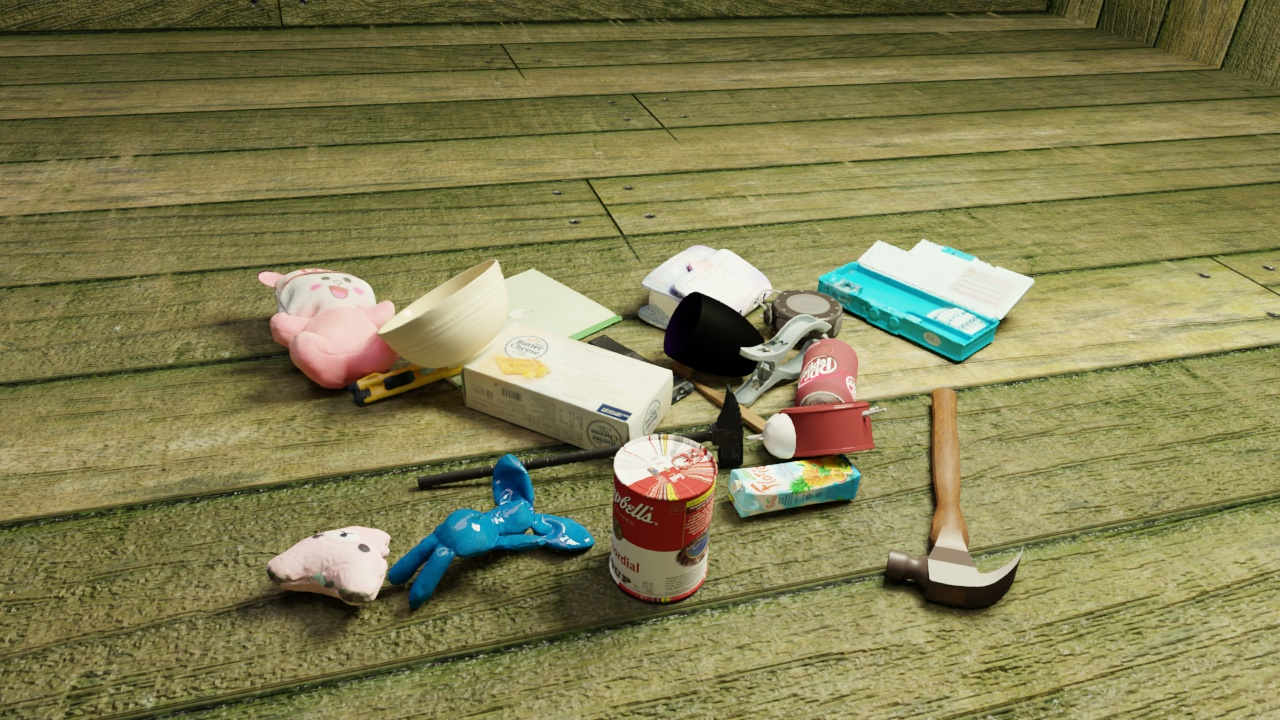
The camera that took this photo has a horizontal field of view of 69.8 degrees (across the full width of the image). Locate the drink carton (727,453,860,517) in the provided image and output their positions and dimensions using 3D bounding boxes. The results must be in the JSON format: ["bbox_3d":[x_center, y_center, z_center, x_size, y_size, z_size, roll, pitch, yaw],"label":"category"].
[{"bbox_3d":[0.148,0.122,0.892,0.128,0.039,0.044,-6,33,-16],"label":"drink carton"}]

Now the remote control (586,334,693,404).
[{"bbox_3d":[-0.006,0.006,1.081,0.150,0.022,0.047,28,40,34],"label":"remote control"}]

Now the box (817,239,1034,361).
[{"bbox_3d":[0.380,-0.092,1.237,0.184,0.056,0.227,-33,46,-29],"label":"box"}]

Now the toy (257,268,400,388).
[{"bbox_3d":[-0.366,-0.047,1.080,0.141,0.084,0.213,-4,34,-32],"label":"toy"}]

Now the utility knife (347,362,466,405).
[{"bbox_3d":[-0.248,0.013,1.039,0.162,0.030,0.017,-20,4,-27],"label":"utility knife"}]

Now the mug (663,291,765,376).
[{"bbox_3d":[0.083,-0.022,1.085,0.100,0.084,0.119,23,-16,-21],"label":"mug"}]

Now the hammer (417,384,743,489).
[{"bbox_3d":[-0.057,0.089,0.905,0.325,0.095,0.015,-9,34,-6],"label":"hammer"}]

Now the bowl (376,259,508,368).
[{"bbox_3d":[-0.202,-0.040,1.001,0.151,0.075,0.150,-29,17,10],"label":"bowl"}]

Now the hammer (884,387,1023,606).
[{"bbox_3d":[0.308,0.121,0.915,0.115,0.033,0.322,8,32,12],"label":"hammer"}]

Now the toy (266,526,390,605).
[{"bbox_3d":[-0.251,0.168,0.777,0.099,0.053,0.095,10,22,13],"label":"toy"}]

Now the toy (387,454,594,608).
[{"bbox_3d":[-0.137,0.148,0.806,0.176,0.071,0.113,-21,50,-33],"label":"toy"}]

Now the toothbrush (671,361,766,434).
[{"bbox_3d":[0.091,0.043,1.036,0.016,0.016,0.167,-23,41,-33],"label":"toothbrush"}]

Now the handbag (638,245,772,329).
[{"bbox_3d":[0.087,-0.092,1.207,0.126,0.069,0.158,22,34,25],"label":"handbag"}]

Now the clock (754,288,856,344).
[{"bbox_3d":[0.206,-0.054,1.174,0.123,0.044,0.091,18,34,24],"label":"clock"}]

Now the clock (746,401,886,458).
[{"bbox_3d":[0.176,0.071,0.928,0.138,0.048,0.096,-6,-2,8],"label":"clock"}]

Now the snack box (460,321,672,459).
[{"bbox_3d":[-0.079,0.031,0.998,0.208,0.058,0.104,18,39,22],"label":"snack box"}]

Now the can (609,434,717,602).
[{"bbox_3d":[0.018,0.136,0.786,0.086,0.117,0.086,2,32,-1],"label":"can"}]

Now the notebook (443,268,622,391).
[{"bbox_3d":[-0.175,-0.046,1.164,0.182,0.010,0.251,29,41,35],"label":"notebook"}]

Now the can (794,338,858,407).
[{"bbox_3d":[0.209,0.027,1.025,0.063,0.063,0.113,10,33,11],"label":"can"}]

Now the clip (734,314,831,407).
[{"bbox_3d":[0.165,0.008,1.073,0.028,0.108,0.162,29,36,36],"label":"clip"}]
